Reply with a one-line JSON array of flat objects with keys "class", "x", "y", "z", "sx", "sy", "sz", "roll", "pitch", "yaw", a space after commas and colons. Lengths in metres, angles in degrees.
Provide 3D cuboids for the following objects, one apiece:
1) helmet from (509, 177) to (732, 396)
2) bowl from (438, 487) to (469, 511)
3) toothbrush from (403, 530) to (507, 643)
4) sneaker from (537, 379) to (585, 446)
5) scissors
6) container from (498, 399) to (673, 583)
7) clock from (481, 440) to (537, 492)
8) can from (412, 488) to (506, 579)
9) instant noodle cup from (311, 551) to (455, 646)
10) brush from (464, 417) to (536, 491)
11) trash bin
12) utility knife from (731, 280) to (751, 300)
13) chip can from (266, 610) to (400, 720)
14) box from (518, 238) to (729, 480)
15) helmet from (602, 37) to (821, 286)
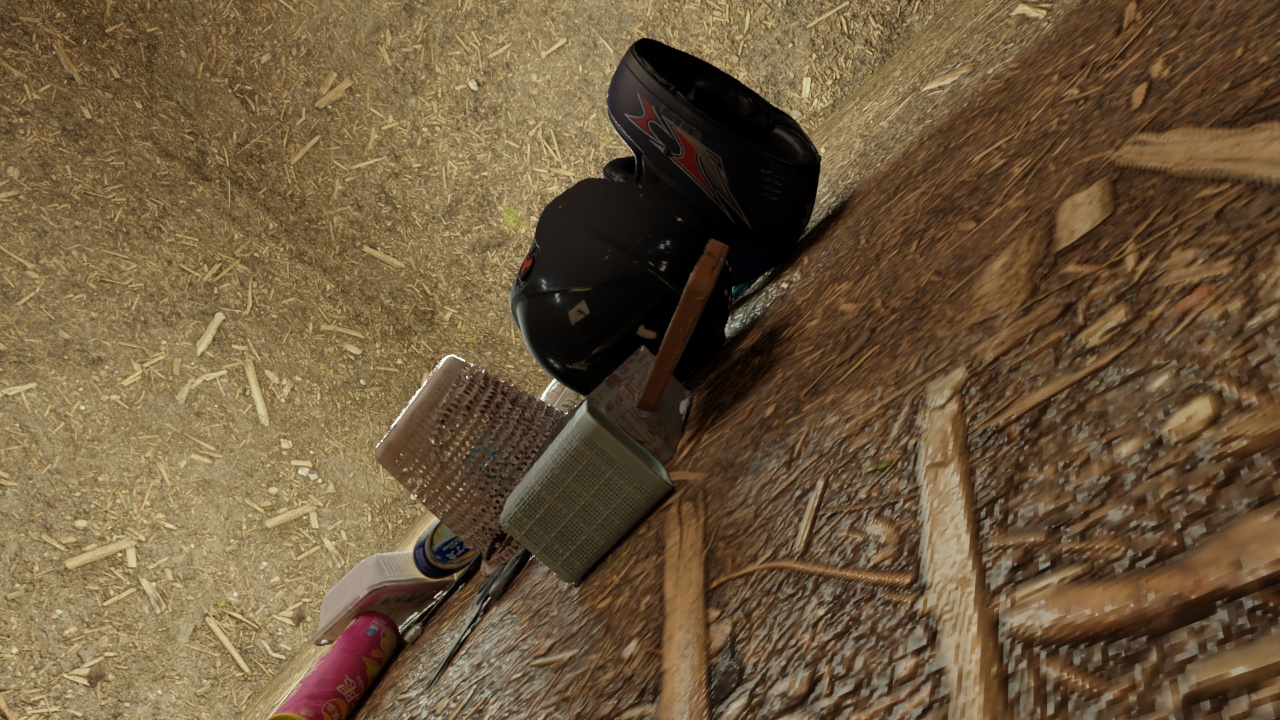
[{"class": "helmet", "x": -0.023, "y": -0.063, "z": 1.042, "sx": 0.275, "sy": 0.233, "sz": 0.229, "roll": -41, "pitch": 30, "yaw": 21}, {"class": "bowl", "x": -0.251, "y": 0.234, "z": 1.327, "sx": 0.064, "sy": 0.118, "sz": 0.118, "roll": -6, "pitch": 1, "yaw": -7}, {"class": "toothbrush", "x": -0.228, "y": 0.280, "z": 1.147, "sx": 0.180, "sy": 0.015, "sz": 0.018, "roll": -48, "pitch": 12, "yaw": -19}, {"class": "sneaker", "x": -0.117, "y": 0.080, "z": 1.415, "sx": 0.241, "sy": 0.089, "sz": 0.091, "roll": -48, "pitch": 9, "yaw": -24}, {"class": "scissors", "x": -0.165, "y": 0.254, "z": 0.906, "sx": 0.168, "sy": 0.014, "sz": 0.156, "roll": -49, "pitch": 8, "yaw": -8}, {"class": "container", "x": -0.046, "y": 0.105, "z": 0.728, "sx": 0.111, "sy": 0.090, "sz": 0.090, "roll": -49, "pitch": 5, "yaw": 1}, {"class": "clock", "x": -0.175, "y": 0.163, "z": 1.274, "sx": 0.122, "sy": 0.082, "sz": 0.055, "roll": -40, "pitch": 3, "yaw": 33}, {"class": "can", "x": -0.228, "y": 0.225, "z": 1.203, "sx": 0.147, "sy": 0.074, "sz": 0.049, "roll": -35, "pitch": -1, "yaw": -41}, {"class": "instant noodle cup", "x": -0.348, "y": 0.311, "z": 1.221, "sx": 0.137, "sy": 0.060, "sz": 0.174, "roll": 9, "pitch": -44, "yaw": -49}, {"class": "brush", "x": -0.210, "y": 0.135, "z": 1.325, "sx": 0.073, "sy": 0.055, "sz": 0.144, "roll": 14, "pitch": -61, "yaw": -50}, {"class": "trash bin", "x": -0.190, "y": 0.105, "z": 1.075, "sx": 0.228, "sy": 0.192, "sz": 0.227, "roll": -50, "pitch": 11, "yaw": 13}, {"class": "utility knife", "x": 0.163, "y": -0.128, "z": 1.265, "sx": 0.151, "sy": 0.013, "sz": 0.029, "roll": -45, "pitch": 8, "yaw": 6}, {"class": "chip can", "x": -0.355, "y": 0.377, "z": 1.070, "sx": 0.071, "sy": 0.071, "sz": 0.210, "roll": -43, "pitch": 6, "yaw": 18}, {"class": "box", "x": 0.009, "y": 0.018, "z": 0.847, "sx": 0.261, "sy": 0.105, "sz": 0.178, "roll": -44, "pitch": 6, "yaw": 18}, {"class": "helmet", "x": 0.067, "y": -0.234, "z": 1.199, "sx": 0.241, "sy": 0.315, "sz": 0.246, "roll": -57, "pitch": -9, "yaw": 33}]
